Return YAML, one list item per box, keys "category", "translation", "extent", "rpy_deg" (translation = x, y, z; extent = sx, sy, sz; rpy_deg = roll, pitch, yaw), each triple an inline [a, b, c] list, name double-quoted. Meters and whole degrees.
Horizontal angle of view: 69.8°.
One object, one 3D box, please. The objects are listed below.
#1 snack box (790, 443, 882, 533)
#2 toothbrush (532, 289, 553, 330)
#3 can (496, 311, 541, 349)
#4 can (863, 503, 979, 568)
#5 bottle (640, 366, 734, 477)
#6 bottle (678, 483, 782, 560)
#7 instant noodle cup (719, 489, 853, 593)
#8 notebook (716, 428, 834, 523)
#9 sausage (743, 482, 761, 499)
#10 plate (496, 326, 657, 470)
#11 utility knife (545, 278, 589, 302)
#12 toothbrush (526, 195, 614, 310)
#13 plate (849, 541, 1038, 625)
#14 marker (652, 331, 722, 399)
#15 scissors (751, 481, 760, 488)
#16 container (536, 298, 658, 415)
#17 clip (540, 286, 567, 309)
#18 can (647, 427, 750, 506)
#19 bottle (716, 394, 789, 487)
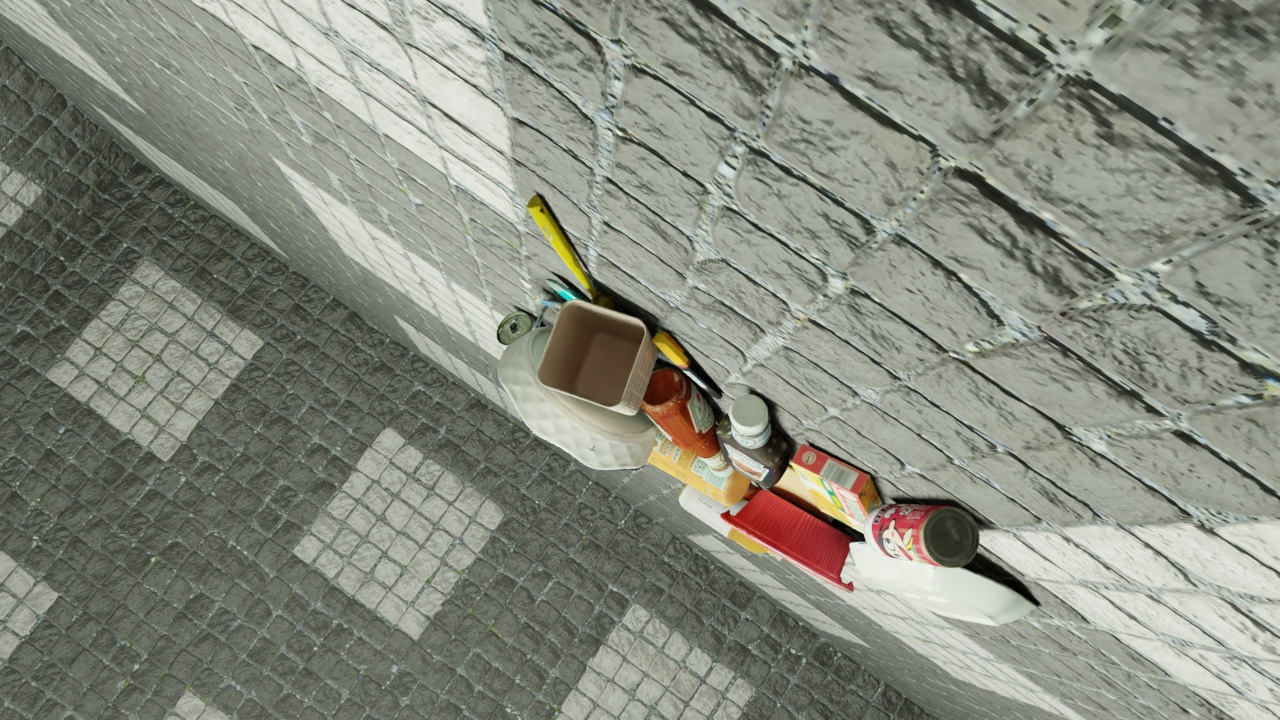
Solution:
- category: "snack box"
  translation: [0.212, 0.140, 0.957]
  extent: [0.077, 0.027, 0.156]
  rpy_deg: [26, 166, 33]
- category: "toothbrush"
  translation: [-0.136, -0.024, 1.109]
  extent: [0.016, 0.016, 0.181]
  rpy_deg: [42, 140, 11]
- category: "can"
  translation: [-0.139, -0.008, 1.277]
  extent: [0.058, 0.058, 0.147]
  rpy_deg: [26, 165, 38]
- category: "can"
  translation: [0.256, 0.160, 0.849]
  extent: [0.053, 0.053, 0.133]
  rpy_deg: [36, 168, -3]
- category: "bottle"
  translation: [0.062, 0.079, 1.052]
  extent: [0.060, 0.059, 0.206]
  rpy_deg: [26, 165, 37]
- category: "bottle"
  translation: [0.153, 0.251, 1.463]
  extent: [0.189, 0.068, 0.068]
  rpy_deg: [33, 168, 11]
- category: "instant noodle cup"
  translation: [0.200, 0.225, 1.189]
  extent: [0.194, 0.066, 0.194]
  rpy_deg: [28, 176, 2]
- category: "notebook"
  translation: [0.139, 0.128, 1.157]
  extent: [0.212, 0.012, 0.149]
  rpy_deg: [27, 165, 32]
- category: "sausage"
  translation: [0.160, 0.186, 1.261]
  extent: [0.165, 0.021, 0.021]
  rpy_deg: [35, 171, -34]
- category: "plate"
  translation: [-0.062, 0.035, 1.036]
  extent: [0.205, 0.046, 0.204]
  rpy_deg: [29, -153, -17]
- category: "utility knife"
  translation: [-0.040, -0.043, 0.978]
  extent: [0.151, 0.012, 0.029]
  rpy_deg: [38, 170, -25]
- category: "toothbrush"
  translation: [-0.060, -0.090, 0.833]
  extent: [0.017, 0.015, 0.190]
  rpy_deg: [24, 165, 26]
- category: "plate"
  translation: [0.318, 0.248, 1.008]
  extent: [0.162, 0.034, 0.266]
  rpy_deg: [25, 169, 2]
- category: "marker"
  translation: [0.050, 0.007, 0.919]
  extent: [0.018, 0.015, 0.124]
  rpy_deg: [18, 162, 44]
- category: "scissors"
  translation: [0.198, 0.215, 1.335]
  extent: [0.125, 0.012, 0.174]
  rpy_deg: [33, 167, 20]
- category: "container"
  translation: [-0.036, 0.002, 0.915]
  extent: [0.090, 0.090, 0.111]
  rpy_deg: [18, 174, 13]
- category: "clip"
  translation: [-0.078, -0.061, 0.999]
  extent: [0.058, 0.045, 0.027]
  rpy_deg: [30, 168, -3]
- category: "can"
  translation: [0.070, 0.132, 1.186]
  extent: [0.146, 0.058, 0.058]
  rpy_deg: [26, 165, 36]
- category: "bottle"
  translation: [0.117, 0.082, 0.958]
  extent: [0.080, 0.044, 0.195]
  rpy_deg: [30, 167, 18]
